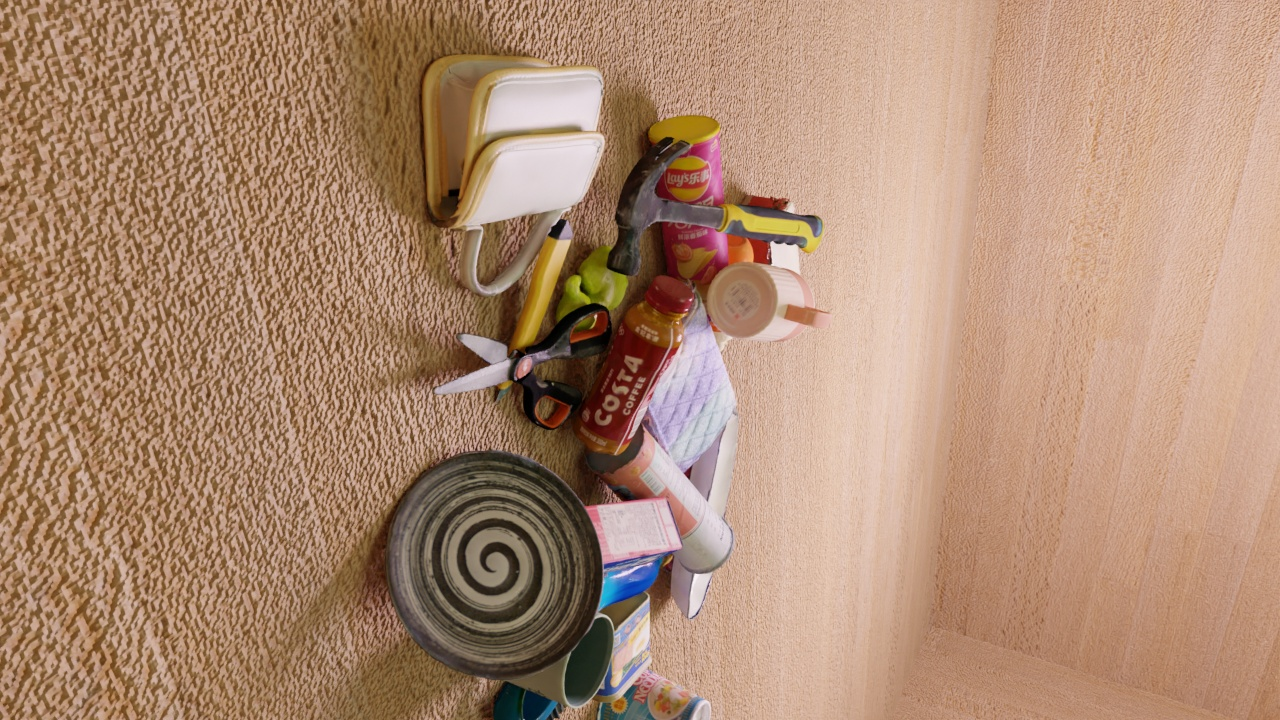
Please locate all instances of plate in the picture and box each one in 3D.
[{"bbox_3d":[0.080,0.190,1.155,0.162,0.034,0.265,10,91,-75],"label":"plate"},{"bbox_3d":[-0.112,0.157,0.716,0.179,0.024,0.179,13,61,-25],"label":"plate"}]

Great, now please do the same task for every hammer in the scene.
[{"bbox_3d":[0.093,-0.144,0.924,0.322,0.032,0.126,-3,112,-48],"label":"hammer"}]

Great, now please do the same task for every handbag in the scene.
[{"bbox_3d":[-0.092,-0.139,0.707,0.163,0.063,0.179,-27,127,-55],"label":"handbag"},{"bbox_3d":[0.034,0.022,0.980,0.134,0.076,0.194,-50,145,-21],"label":"handbag"}]

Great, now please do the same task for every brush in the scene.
[{"bbox_3d":[-0.090,0.297,0.880,0.143,0.055,0.074,-46,139,-45],"label":"brush"}]

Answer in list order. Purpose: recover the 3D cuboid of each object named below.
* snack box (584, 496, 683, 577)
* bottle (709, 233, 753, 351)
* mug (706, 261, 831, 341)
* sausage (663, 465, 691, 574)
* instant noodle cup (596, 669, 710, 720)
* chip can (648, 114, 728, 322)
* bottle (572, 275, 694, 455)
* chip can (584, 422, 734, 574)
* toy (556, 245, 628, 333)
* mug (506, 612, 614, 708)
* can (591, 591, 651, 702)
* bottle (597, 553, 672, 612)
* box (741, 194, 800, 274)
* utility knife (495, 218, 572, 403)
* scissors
[{"bbox_3d":[-0.050,0.167,0.834,0.207,0.057,0.058,3,61,-48],"label":"snack box"},{"bbox_3d":[0.095,-0.077,1.084,0.066,0.067,0.150,-43,143,-48],"label":"bottle"},{"bbox_3d":[0.139,-0.056,0.956,0.105,0.115,0.082,-1,109,-61],"label":"mug"},{"bbox_3d":[0.045,0.189,1.134,0.020,0.020,0.156,-5,105,-62],"label":"sausage"},{"bbox_3d":[0.020,0.416,1.078,0.099,0.110,0.099,-33,128,-55],"label":"instant noodle cup"},{"bbox_3d":[0.056,-0.145,0.965,0.071,0.071,0.211,-49,141,-43],"label":"chip can"},{"bbox_3d":[-0.005,0.005,0.844,0.057,0.057,0.175,-23,145,-58],"label":"bottle"},{"bbox_3d":[0.025,0.146,0.972,0.215,0.071,0.071,52,54,-40],"label":"chip can"},{"bbox_3d":[-0.042,-0.066,0.855,0.100,0.031,0.096,-67,154,-12],"label":"toy"},{"bbox_3d":[-0.094,0.242,0.796,0.082,0.106,0.112,-68,151,-17],"label":"mug"},{"bbox_3d":[-0.030,0.305,0.998,0.101,0.057,0.083,-27,121,-57],"label":"can"},{"bbox_3d":[-0.025,0.221,0.961,0.218,0.065,0.065,1,99,-62],"label":"bottle"},{"bbox_3d":[0.170,-0.124,1.184,0.091,0.077,0.168,-56,146,-35],"label":"box"},{"bbox_3d":[-0.091,-0.040,0.758,0.033,0.015,0.168,-15,130,-66],"label":"utility knife"},{"bbox_3d":[-0.093,0.015,0.766,0.226,0.022,0.198,-38,148,-43],"label":"scissors"}]
